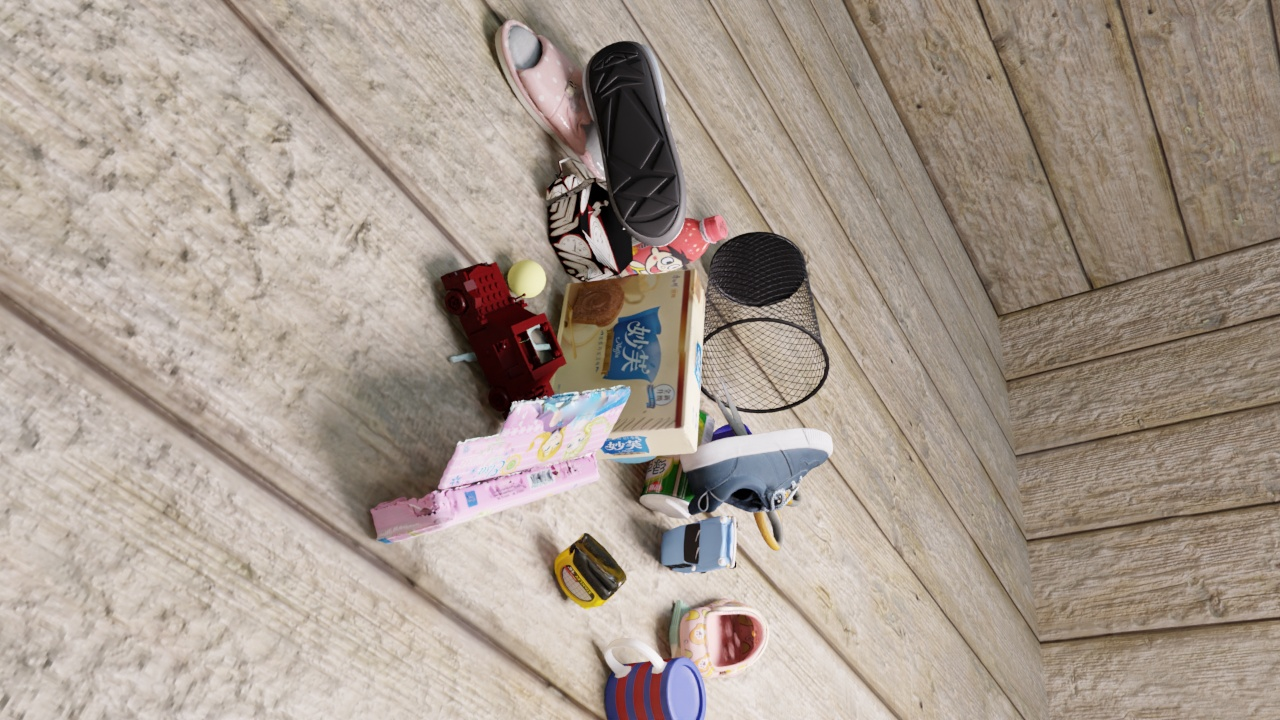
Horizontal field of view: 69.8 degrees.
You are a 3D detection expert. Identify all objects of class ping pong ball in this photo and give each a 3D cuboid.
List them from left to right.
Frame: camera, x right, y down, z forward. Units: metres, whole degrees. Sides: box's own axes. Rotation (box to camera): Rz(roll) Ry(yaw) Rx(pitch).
[{"bbox_3d":[-0.120,-0.086,0.969,0.040,0.040,0.040,34,47,-47],"label":"ping pong ball"}]

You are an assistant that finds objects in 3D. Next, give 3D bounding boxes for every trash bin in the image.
[{"bbox_3d":[0.169,-0.063,1.312,0.184,0.184,0.209,48,32,-35],"label":"trash bin"}]

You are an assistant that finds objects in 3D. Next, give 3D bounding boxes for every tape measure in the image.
[{"bbox_3d":[-0.051,0.209,0.905,0.065,0.064,0.037,44,39,9],"label":"tape measure"}]

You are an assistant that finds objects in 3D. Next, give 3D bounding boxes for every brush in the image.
[{"bbox_3d":[0.035,0.372,1.018,0.033,0.012,0.217,48,40,-37],"label":"brush"}]

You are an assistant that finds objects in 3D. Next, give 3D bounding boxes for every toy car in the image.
[{"bbox_3d":[-0.124,-0.016,0.883,0.070,0.062,0.170,-31,99,-56],"label":"toy car"},{"bbox_3d":[0.066,0.210,1.038,0.054,0.154,0.056,9,71,-17],"label":"toy car"}]

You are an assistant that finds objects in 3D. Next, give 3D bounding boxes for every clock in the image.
[{"bbox_3d":[-0.057,-0.173,1.094,0.114,0.065,0.154,-12,86,-60],"label":"clock"}]

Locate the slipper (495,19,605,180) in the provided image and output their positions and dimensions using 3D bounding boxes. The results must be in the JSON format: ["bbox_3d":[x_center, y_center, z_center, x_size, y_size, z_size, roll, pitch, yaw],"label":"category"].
[{"bbox_3d":[-0.080,-0.307,1.138,0.274,0.055,0.114,49,37,-36],"label":"slipper"}]

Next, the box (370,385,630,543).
[{"bbox_3d":[-0.103,0.095,0.796,0.062,0.161,0.230,55,27,16],"label":"box"}]

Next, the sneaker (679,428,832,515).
[{"bbox_3d":[0.144,0.132,1.063,0.235,0.089,0.087,-3,73,-37],"label":"sneaker"}]

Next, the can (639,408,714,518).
[{"bbox_3d":[0.044,0.120,1.084,0.067,0.067,0.120,40,55,-43],"label":"can"}]

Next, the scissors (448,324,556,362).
[{"bbox_3d":[-0.135,-0.008,0.936,0.172,0.021,0.171,-12,88,-55],"label":"scissors"}]

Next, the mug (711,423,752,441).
[{"bbox_3d":[0.108,0.124,1.193,0.079,0.084,0.111,55,34,-27],"label":"mug"}]

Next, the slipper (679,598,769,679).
[{"bbox_3d":[0.111,0.329,1.082,0.197,0.082,0.093,20,60,-63],"label":"slipper"}]

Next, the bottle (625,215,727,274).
[{"bbox_3d":[0.046,-0.150,1.180,0.062,0.138,0.061,32,50,-47],"label":"bottle"}]

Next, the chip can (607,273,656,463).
[{"bbox_3d":[-0.006,0.006,1.065,0.087,0.087,0.212,43,42,-40],"label":"chip can"}]

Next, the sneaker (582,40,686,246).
[{"bbox_3d":[0.010,-0.249,1.125,0.160,0.093,0.256,26,50,-74],"label":"sneaker"}]

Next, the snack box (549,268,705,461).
[{"bbox_3d":[-0.014,0.002,0.979,0.055,0.153,0.206,63,27,-51],"label":"snack box"}]

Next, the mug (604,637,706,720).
[{"bbox_3d":[0.008,0.328,0.929,0.112,0.076,0.074,65,31,-13],"label":"mug"}]

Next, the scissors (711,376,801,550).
[{"bbox_3d":[0.149,0.122,1.160,0.175,0.016,0.225,-19,89,-59],"label":"scissors"}]
